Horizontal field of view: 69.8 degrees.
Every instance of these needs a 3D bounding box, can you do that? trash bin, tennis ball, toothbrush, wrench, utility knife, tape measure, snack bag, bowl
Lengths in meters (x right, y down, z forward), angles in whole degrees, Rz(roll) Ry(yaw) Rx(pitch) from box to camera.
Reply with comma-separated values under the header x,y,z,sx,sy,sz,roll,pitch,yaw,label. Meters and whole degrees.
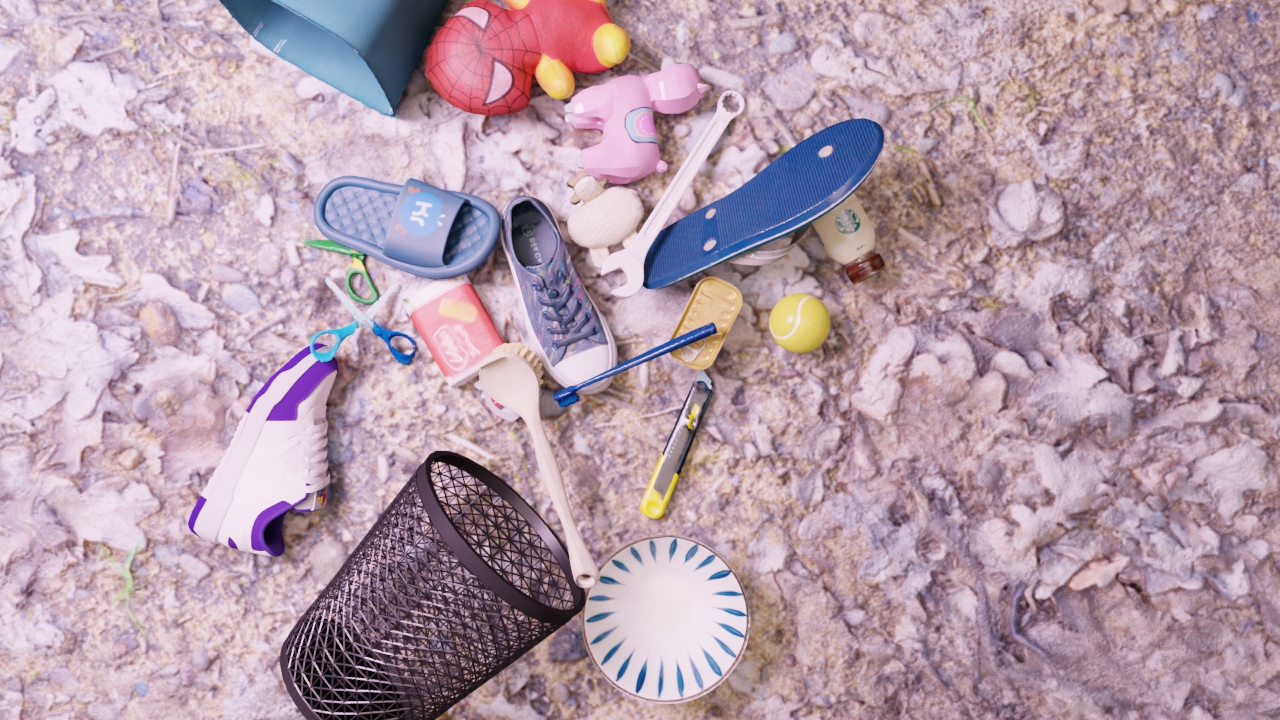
x,y,z,sx,sy,sz,roll,pitch,yaw,label
-0.219,0.254,0.934,0.243,0.217,0.217,-44,89,6,trash bin
0.173,-0.041,0.996,0.065,0.065,0.065,0,89,0,tennis ball
-0.295,-0.413,0.952,0.199,0.197,0.218,29,83,0,trash bin
-0.006,0.006,0.971,0.190,0.016,0.017,-25,114,10,toothbrush
0.039,-0.185,0.997,0.047,0.009,0.273,34,77,-9,wrench
0.042,0.093,1.020,0.029,0.020,0.174,22,88,-1,utility knife
-0.144,0.033,1.021,0.060,0.020,0.062,-34,90,0,tape measure
-0.203,-0.036,1.014,0.077,0.036,0.116,-30,89,0,snack bag
0.026,0.271,0.991,0.177,0.071,0.177,0,90,0,bowl

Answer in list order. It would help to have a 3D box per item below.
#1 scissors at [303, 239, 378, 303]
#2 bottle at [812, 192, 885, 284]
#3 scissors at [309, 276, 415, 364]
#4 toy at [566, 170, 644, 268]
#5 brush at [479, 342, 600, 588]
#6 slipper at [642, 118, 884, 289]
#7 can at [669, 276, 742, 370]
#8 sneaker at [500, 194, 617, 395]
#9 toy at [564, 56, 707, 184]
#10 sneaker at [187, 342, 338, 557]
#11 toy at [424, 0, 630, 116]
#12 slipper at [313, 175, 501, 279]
x,y,z,sx,sy,sz,roll,pitch,yaw,label
-0.311,-0.127,1.029,0.127,0.011,0.125,-23,88,-2,scissors
0.212,-0.162,1.001,0.056,0.056,0.162,-28,89,0,bottle
-0.300,-0.037,1.002,0.133,0.014,0.127,44,59,-22,scissors
-0.040,-0.157,1.003,0.087,0.050,0.112,-27,103,9,toy
-0.099,0.108,0.964,0.062,0.077,0.272,-26,83,31,brush
0.127,-0.144,0.956,0.296,0.118,0.060,-26,128,26,slipper
0.069,-0.039,1.000,0.054,0.059,0.100,27,89,1,can
-0.096,-0.071,0.992,0.087,0.079,0.235,-23,89,0,sneaker
-0.002,-0.262,1.002,0.157,0.067,0.123,-13,90,-4,toy
-0.377,0.105,0.991,0.111,0.092,0.244,31,91,-3,sneaker
-0.126,-0.337,0.987,0.216,0.099,0.147,-21,78,-1,toy
-0.257,-0.149,0.991,0.214,0.059,0.103,12,80,8,slipper
